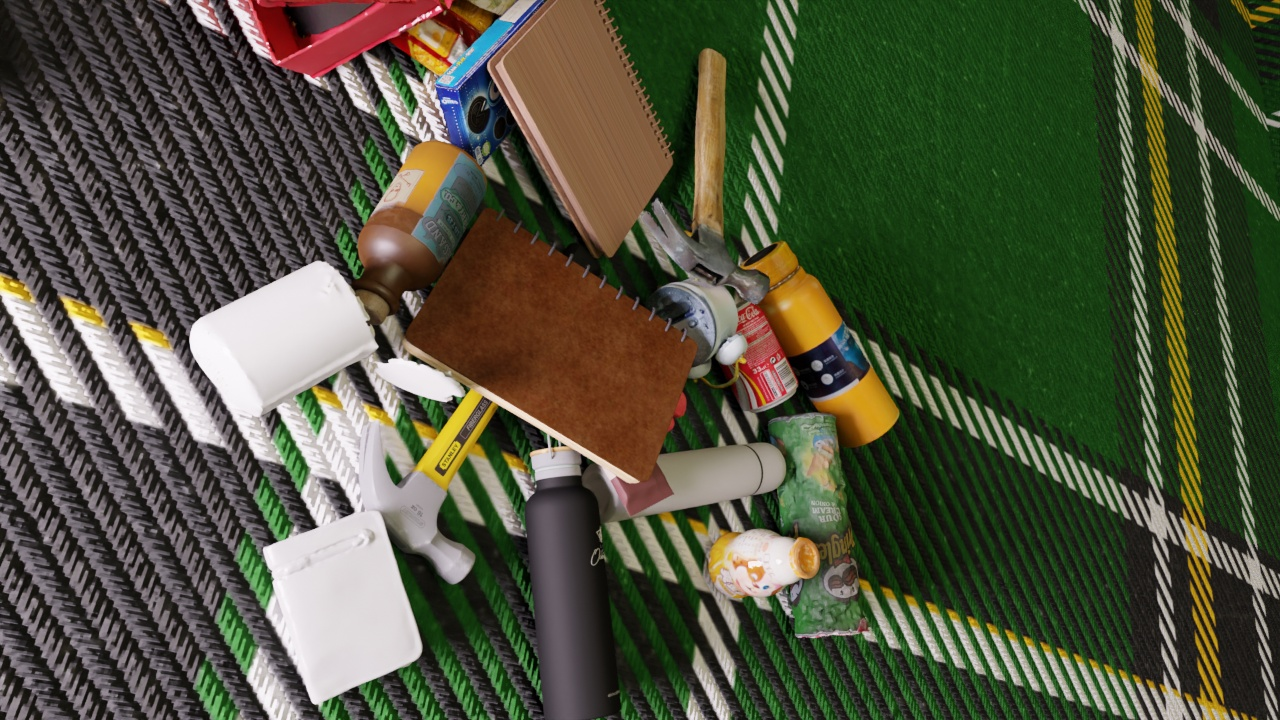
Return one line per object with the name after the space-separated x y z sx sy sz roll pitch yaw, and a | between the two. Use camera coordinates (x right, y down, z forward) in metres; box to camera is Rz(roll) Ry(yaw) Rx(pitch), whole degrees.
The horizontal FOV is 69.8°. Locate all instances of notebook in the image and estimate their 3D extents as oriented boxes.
-0.043 -0.228 0.857 0.168 0.022 0.210 -60 136 -35 | notebook
-0.065 -0.016 0.771 0.225 0.024 0.167 32 52 -13 | notebook

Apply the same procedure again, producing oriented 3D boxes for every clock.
0.055 -0.026 0.884 0.056 0.083 0.117 -29 95 -48 | clock

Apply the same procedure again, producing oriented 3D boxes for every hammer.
0.070 -0.211 0.942 0.132 0.033 0.329 22 50 -23 | hammer
-0.119 0.015 0.764 0.127 0.029 0.322 44 52 -21 | hammer

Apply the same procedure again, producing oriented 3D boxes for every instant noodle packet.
-0.186 -0.305 0.797 0.135 0.040 0.098 30 60 -28 | instant noodle packet

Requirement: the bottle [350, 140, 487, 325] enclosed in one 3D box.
-0.180 -0.096 0.718 0.068 0.068 0.156 37 56 -25 | bottle

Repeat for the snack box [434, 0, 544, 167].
-0.123 -0.247 0.807 0.082 0.027 0.149 84 28 -51 | snack box

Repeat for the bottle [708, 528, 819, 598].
0.114 0.186 0.848 0.063 0.109 0.063 14 67 -36 | bottle

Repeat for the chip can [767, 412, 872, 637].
0.179 0.164 0.933 0.075 0.076 0.223 3 75 -39 | chip can

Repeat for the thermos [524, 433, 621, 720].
-0.059 0.166 0.743 0.061 0.061 0.231 2 75 -39 | thermos

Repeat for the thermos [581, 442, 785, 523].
0.048 0.110 0.855 0.223 0.052 0.052 -2 78 -40 | thermos

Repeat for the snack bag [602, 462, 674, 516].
-0.030 0.055 0.781 0.056 0.013 0.158 -20 75 -46 | snack bag

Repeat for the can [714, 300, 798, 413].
0.112 -0.004 0.935 0.064 0.064 0.105 -32 98 -41 | can

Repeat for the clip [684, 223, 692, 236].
0.058 -0.123 0.951 0.049 0.044 0.054 11 70 -64 | clip

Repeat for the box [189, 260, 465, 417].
-0.214 0.005 0.637 0.137 0.083 0.143 -37 92 -28 | box

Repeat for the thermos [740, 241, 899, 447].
0.189 -0.019 1.004 0.076 0.091 0.232 -37 102 -8 | thermos

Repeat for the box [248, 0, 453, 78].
-0.115 -0.389 0.572 0.140 0.512 0.215 -24 93 -57 | box

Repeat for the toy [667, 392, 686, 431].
-0.005 0.005 0.847 0.091 0.045 0.135 -33 92 -39 | toy

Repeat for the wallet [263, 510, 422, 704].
-0.208 0.169 0.643 0.086 0.032 0.116 -13 88 -30 | wallet

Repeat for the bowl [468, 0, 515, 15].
-0.144 -0.383 0.810 0.145 0.063 0.145 30 38 -28 | bowl
